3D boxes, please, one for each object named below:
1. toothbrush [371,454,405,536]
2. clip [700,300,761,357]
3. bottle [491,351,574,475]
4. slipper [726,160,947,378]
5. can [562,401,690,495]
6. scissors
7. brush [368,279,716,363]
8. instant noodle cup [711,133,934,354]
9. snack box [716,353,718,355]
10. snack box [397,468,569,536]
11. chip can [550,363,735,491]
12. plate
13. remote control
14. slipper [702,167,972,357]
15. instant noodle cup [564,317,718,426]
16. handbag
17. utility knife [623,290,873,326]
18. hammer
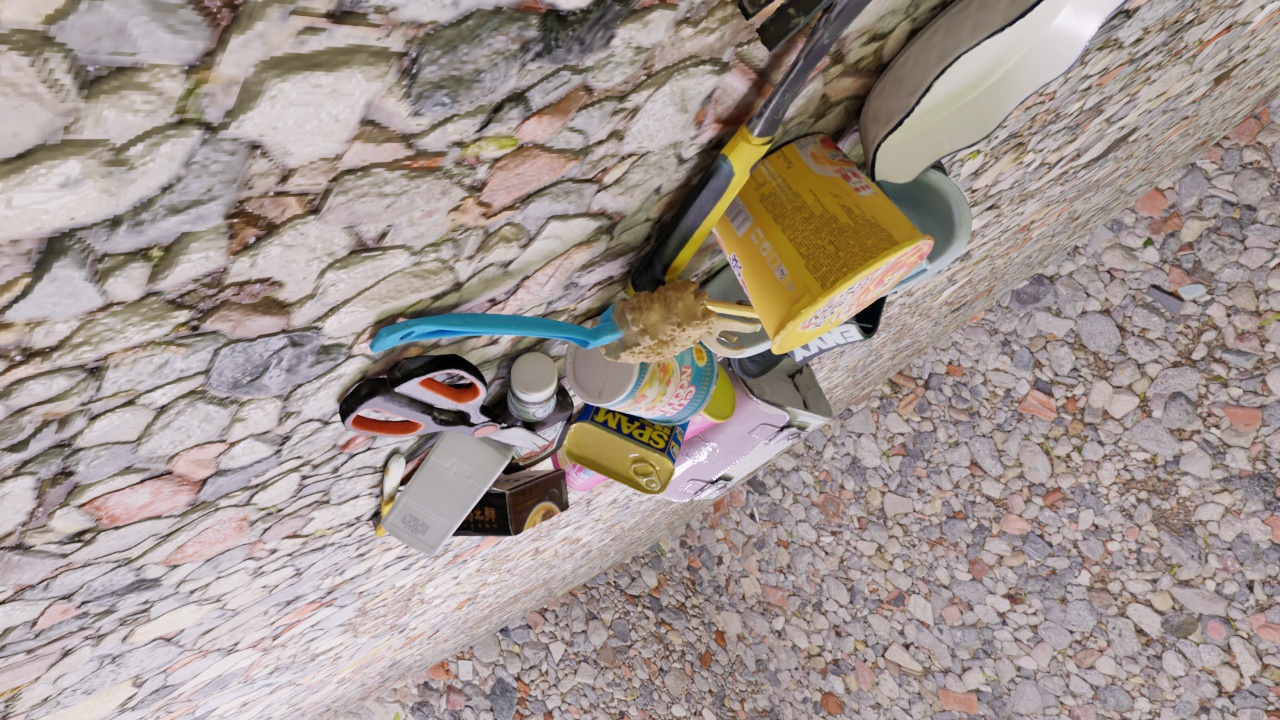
[{"bbox_3d":[-0.226,0.120,0.815,0.016,0.018,0.192,-27,163,-30],"label":"toothbrush"},{"bbox_3d":[0.050,-0.031,0.742,0.100,0.071,0.035,14,121,-30],"label":"clip"},{"bbox_3d":[-0.095,0.045,0.782,0.079,0.044,0.195,-26,164,-18],"label":"bottle"},{"bbox_3d":[0.187,-0.070,0.838,0.268,0.083,0.110,-46,143,16],"label":"slipper"},{"bbox_3d":[-0.009,0.062,0.838,0.083,0.102,0.057,-66,180,-46],"label":"can"},{"bbox_3d":[-0.136,0.047,0.674,0.141,0.021,0.235,-19,157,-7],"label":"scissors"},{"bbox_3d":[-0.053,-0.022,0.602,0.254,0.046,0.083,-4,160,-37],"label":"brush"},{"bbox_3d":[0.123,-0.087,0.665,0.138,0.109,0.138,-30,166,-9],"label":"instant noodle cup"},{"bbox_3d":[0.066,-0.029,0.914,0.085,0.027,0.156,-37,166,18],"label":"snack box"},{"bbox_3d":[-0.147,0.132,0.863,0.113,0.053,0.125,-6,-176,26],"label":"snack box"},{"bbox_3d":[-0.002,0.069,0.948,0.211,0.071,0.071,-32,169,37],"label":"chip can"},{"bbox_3d":[0.240,-0.206,0.648,0.204,0.045,0.205,-30,165,-9],"label":"plate"},{"bbox_3d":[-0.166,0.108,0.779,0.150,0.058,0.021,-50,-168,31],"label":"remote control"},{"bbox_3d":[0.151,-0.084,0.767,0.246,0.104,0.074,-30,166,16],"label":"slipper"},{"bbox_3d":[-0.004,0.004,0.755,0.099,0.099,0.109,-39,158,24],"label":"instant noodle cup"},{"bbox_3d":[0.092,0.077,1.009,0.144,0.098,0.198,9,140,-41],"label":"handbag"},{"bbox_3d":[0.091,-0.038,0.724,0.210,0.022,0.031,12,-170,-15],"label":"utility knife"},{"bbox_3d":[0.060,-0.127,0.553,0.125,0.032,0.324,-24,164,-33],"label":"hammer"}]
